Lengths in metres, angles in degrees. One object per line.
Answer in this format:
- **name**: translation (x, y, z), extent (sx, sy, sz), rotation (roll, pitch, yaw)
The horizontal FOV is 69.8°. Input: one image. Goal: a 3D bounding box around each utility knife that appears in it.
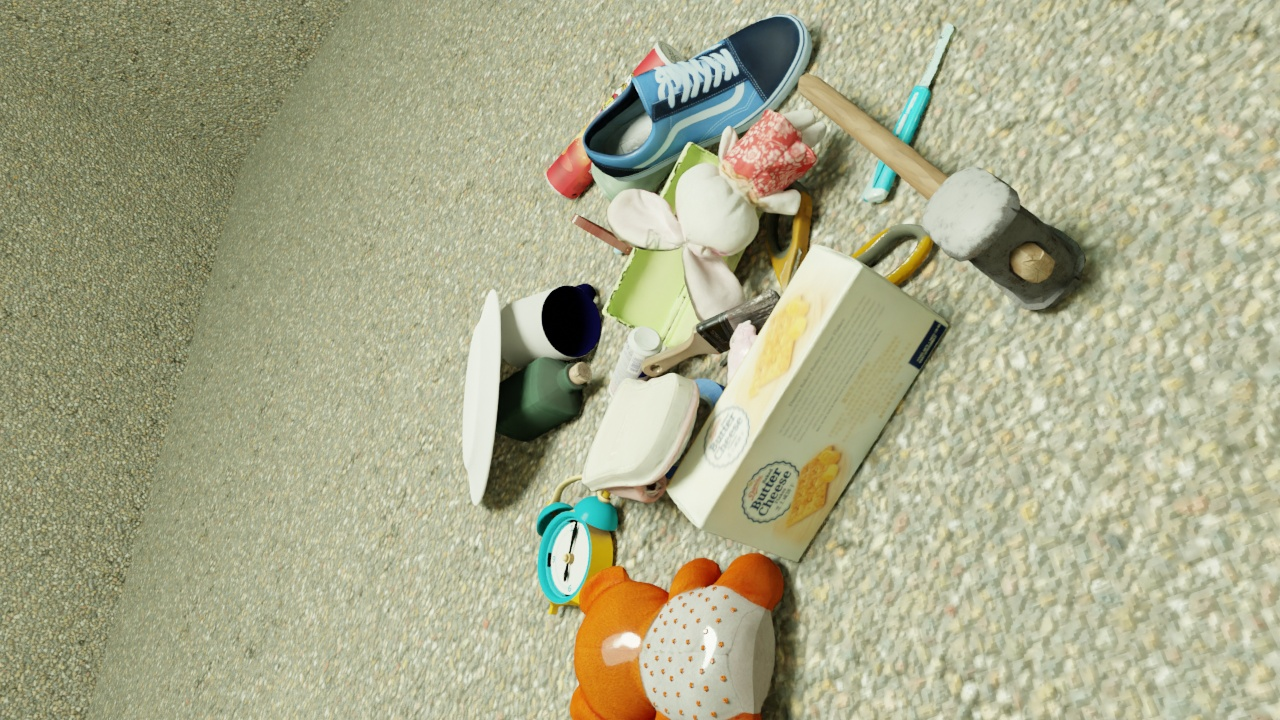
- **utility knife**: translation (0.217, -0.200, 0.739), extent (0.022, 0.015, 0.161), rotation (15, 79, 54)

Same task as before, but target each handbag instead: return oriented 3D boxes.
- **handbag**: translation (0.005, -0.240, 1.002), extent (0.122, 0.067, 0.106), rotation (-43, 41, 29)
- **handbag**: translation (-0.020, -0.116, 0.909), extent (0.029, 0.119, 0.055), rotation (-58, 35, 10)

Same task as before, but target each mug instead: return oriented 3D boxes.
- **mug**: translation (-0.094, -0.046, 1.016), extent (0.097, 0.078, 0.111), rotation (-12, 32, 50)

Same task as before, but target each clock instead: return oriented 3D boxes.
- **clock**: translation (-0.061, 0.171, 0.857), extent (0.099, 0.043, 0.129), rotation (-18, 63, 47)

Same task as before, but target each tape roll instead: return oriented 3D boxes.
- **tape roll**: translation (0.047, 0.062, 0.800), extent (0.091, 0.016, 0.093), rotation (9, 77, 55)

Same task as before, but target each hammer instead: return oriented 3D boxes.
- **hammer**: translation (0.193, -0.146, 0.671), extent (0.052, 0.098, 0.328), rotation (-52, 34, 19)

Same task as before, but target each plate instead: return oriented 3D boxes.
- **plate**: translation (-0.183, 0.041, 1.030), extent (0.243, 0.016, 0.242), rotation (-176, 91, -74)

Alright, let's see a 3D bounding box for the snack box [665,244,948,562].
- **snack box**: translation (0.116, 0.033, 0.647), extent (0.208, 0.104, 0.057), rotation (-60, 35, 8)

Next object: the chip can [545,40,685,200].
- **chip can**: translation (-0.030, -0.279, 1.086), extent (0.215, 0.051, 0.051), rotation (-42, 40, 31)

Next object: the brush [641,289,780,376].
- **brush**: translation (0.060, -0.019, 0.775), extent (0.152, 0.039, 0.012), rotation (-25, 39, 33)

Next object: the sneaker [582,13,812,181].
- **sneaker**: translation (0.050, -0.253, 0.875), extent (0.242, 0.098, 0.083), rotation (-30, 77, 17)

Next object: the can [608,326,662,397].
- **can**: translation (-0.005, 0.005, 0.856), extent (0.095, 0.032, 0.032), rotation (113, 161, -56)

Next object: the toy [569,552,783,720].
- **toy**: translation (0.024, 0.221, 0.679), extent (0.173, 0.092, 0.163), rotation (-9, 65, 37)

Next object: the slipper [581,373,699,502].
- **slipper**: translation (0.005, 0.063, 0.754), extent (0.114, 0.054, 0.275), rotation (-67, 9, -9)

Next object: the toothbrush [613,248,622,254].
- **toothbrush**: translation (0.024, -0.150, 0.964), extent (0.155, 0.016, 0.022), rotation (-30, 15, 39)

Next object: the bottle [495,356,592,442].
- **bottle**: translation (-0.100, 0.036, 0.974), extent (0.132, 0.061, 0.061), rotation (-30, 50, 41)

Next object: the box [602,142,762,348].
- **box**: translation (0.051, -0.102, 0.870), extent (0.127, 0.066, 0.188), rotation (26, 92, 37)

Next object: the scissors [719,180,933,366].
- **scissors**: translation (0.139, -0.071, 0.761), extent (0.226, 0.016, 0.229), rotation (-37, 44, 38)

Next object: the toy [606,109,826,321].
- **toy**: translation (0.078, -0.140, 0.781), extent (0.159, 0.084, 0.194), rotation (43, 97, 10)

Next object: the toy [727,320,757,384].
- **toy**: translation (0.090, 0.019, 0.718), extent (0.047, 0.064, 0.109), rotation (-3, 48, 14)
